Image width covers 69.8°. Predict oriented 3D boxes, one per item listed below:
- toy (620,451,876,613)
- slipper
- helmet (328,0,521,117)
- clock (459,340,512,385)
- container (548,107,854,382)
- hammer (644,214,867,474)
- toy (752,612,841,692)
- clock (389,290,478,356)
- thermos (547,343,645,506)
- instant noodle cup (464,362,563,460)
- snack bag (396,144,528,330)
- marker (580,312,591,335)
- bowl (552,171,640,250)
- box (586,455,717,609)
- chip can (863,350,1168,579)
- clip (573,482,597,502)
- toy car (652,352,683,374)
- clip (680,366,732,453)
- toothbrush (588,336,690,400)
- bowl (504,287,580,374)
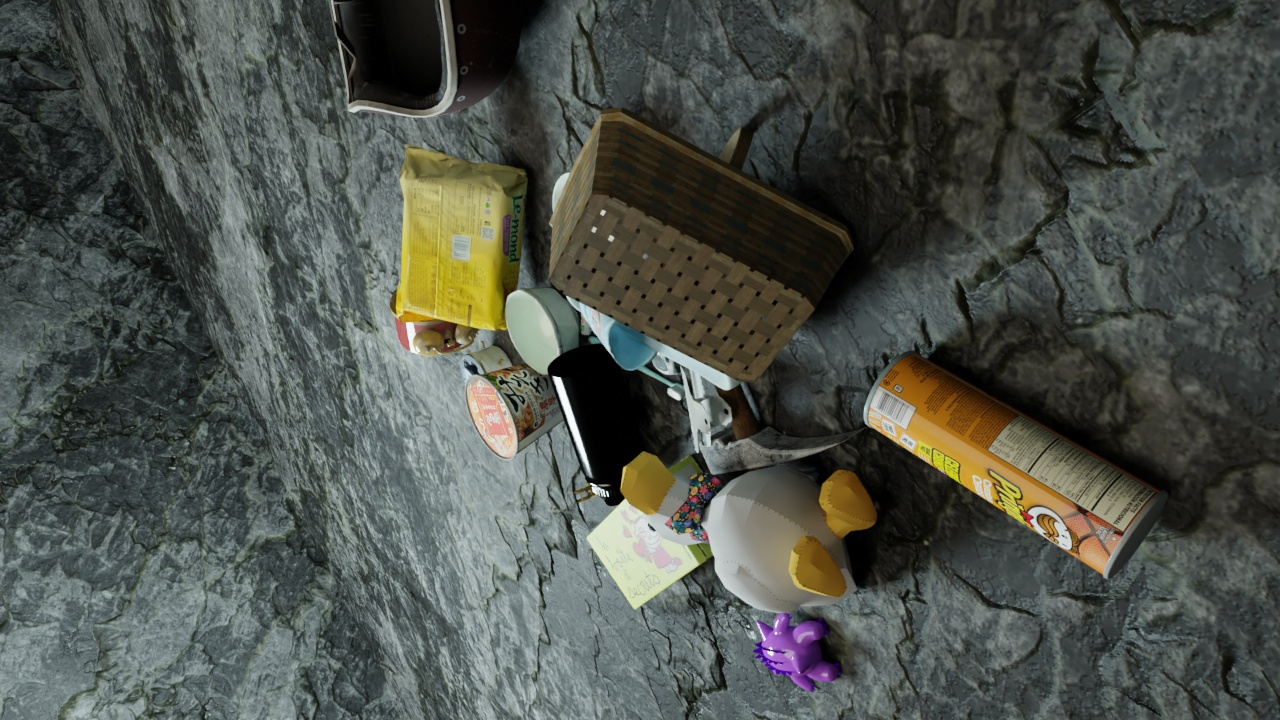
[{"bbox_3d":[0.117,0.177,0.939,0.246,0.140,0.268,41,155,-21],"label":"toy"},{"bbox_3d":[0.001,-0.030,0.942,0.245,0.074,0.104,30,162,36],"label":"slipper"},{"bbox_3d":[-0.256,-0.380,0.985,0.234,0.253,0.233,-132,35,-66],"label":"helmet"},{"bbox_3d":[-0.234,0.032,1.399,0.083,0.056,0.118,39,139,31],"label":"clock"},{"bbox_3d":[0.051,-0.116,0.827,0.250,0.185,0.158,26,133,-7],"label":"container"},{"bbox_3d":[0.091,-0.031,0.944,0.218,0.037,0.300,-21,93,56],"label":"hammer"},{"bbox_3d":[0.173,0.335,1.052,0.088,0.055,0.106,-7,106,53],"label":"toy"},{"bbox_3d":[-0.308,-0.052,1.390,0.159,0.117,0.081,43,145,41],"label":"clock"},{"bbox_3d":[-0.046,0.087,1.149,0.086,0.085,0.199,14,128,49],"label":"thermos"},{"bbox_3d":[-0.154,0.055,1.249,0.124,0.121,0.124,32,134,39],"label":"instant noodle cup"},{"bbox_3d":[-0.236,-0.146,1.186,0.159,0.068,0.248,10,120,0],"label":"snack bag"},{"bbox_3d":[-0.062,-0.092,1.125,0.017,0.017,0.146,39,138,33],"label":"marker"},{"bbox_3d":[-0.038,-0.158,1.009,0.118,0.062,0.118,36,139,38],"label":"bowl"},{"bbox_3d":[0.023,0.223,1.160,0.124,0.081,0.222,57,144,10],"label":"box"},{"bbox_3d":[0.285,0.075,0.718,0.215,0.075,0.075,36,137,36],"label":"chip can"},{"bbox_3d":[-0.071,0.180,1.290,0.054,0.049,0.044,-20,60,57],"label":"clip"},{"bbox_3d":[0.027,-0.024,1.042,0.039,0.027,0.090,27,131,44],"label":"toy car"},{"bbox_3d":[0.064,0.057,0.970,0.056,0.046,0.102,24,130,61],"label":"clip"},{"bbox_3d":[-0.007,0.006,1.117,0.181,0.016,0.016,30,135,41],"label":"toothbrush"},{"bbox_3d":[-0.118,-0.046,1.191,0.117,0.061,0.118,32,135,39],"label":"bowl"}]
